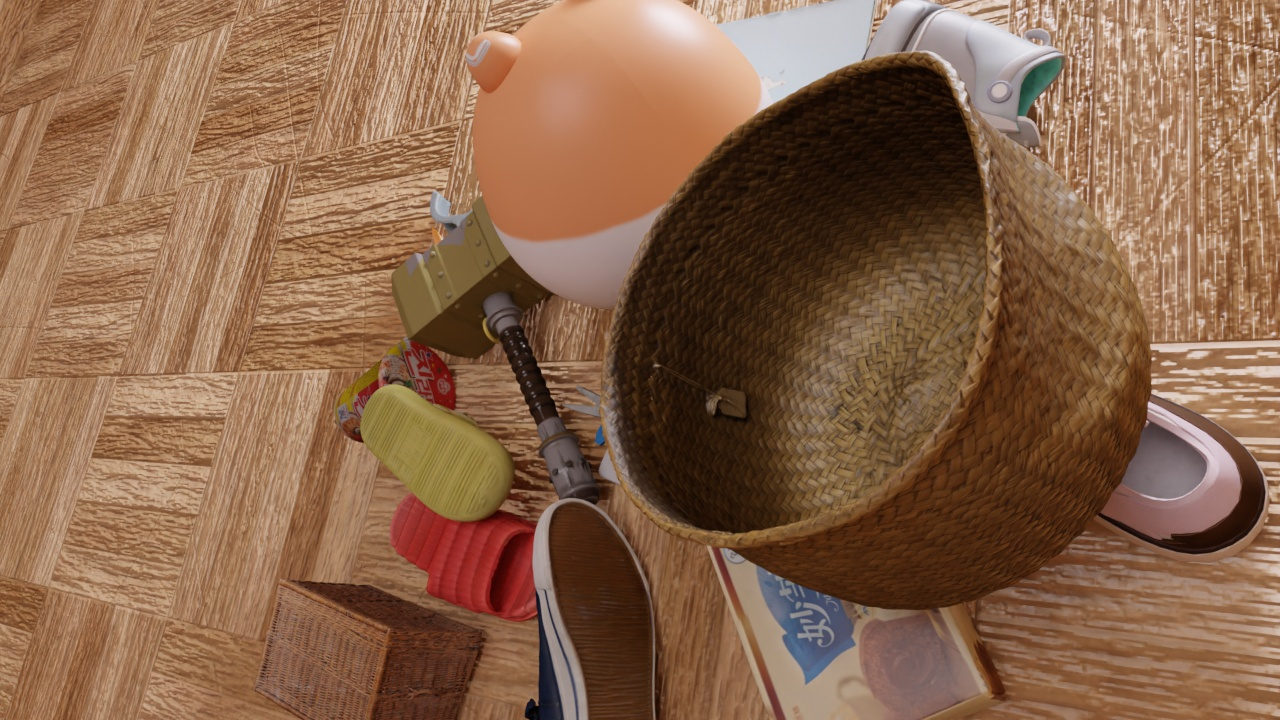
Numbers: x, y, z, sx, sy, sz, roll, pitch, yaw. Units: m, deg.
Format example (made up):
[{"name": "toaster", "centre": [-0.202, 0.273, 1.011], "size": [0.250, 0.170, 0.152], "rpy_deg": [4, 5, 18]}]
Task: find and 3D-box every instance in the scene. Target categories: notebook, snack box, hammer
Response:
[{"name": "notebook", "centre": [0.103, -0.267, 0.921], "size": [0.254, 0.009, 0.181], "rpy_deg": [3, 73, 35]}, {"name": "snack box", "centre": [0.147, 0.177, 0.681], "size": [0.153, 0.055, 0.207], "rpy_deg": [-33, 56, 19]}, {"name": "hammer", "centre": [-0.115, 0.004, 0.915], "size": [0.190, 0.100, 0.324], "rpy_deg": [-36, 61, 18]}]

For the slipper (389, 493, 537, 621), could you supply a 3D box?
[{"name": "slipper", "centre": [-0.177, 0.185, 0.903], "size": [0.249, 0.059, 0.103], "rpy_deg": [10, 77, 38]}]

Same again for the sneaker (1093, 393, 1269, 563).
[{"name": "sneaker", "centre": [0.269, 0.017, 0.622], "size": [0.112, 0.116, 0.293], "rpy_deg": [-47, 52, 10]}]

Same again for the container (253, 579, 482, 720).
[{"name": "container", "centre": [-0.267, 0.291, 0.888], "size": [0.199, 0.113, 0.112], "rpy_deg": [8, 81, 38]}]

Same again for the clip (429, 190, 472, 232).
[{"name": "clip", "centre": [-0.207, -0.184, 1.083], "size": [0.165, 0.031, 0.168], "rpy_deg": [-2, 59, 42]}]

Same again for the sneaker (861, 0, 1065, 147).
[{"name": "sneaker", "centre": [0.228, -0.164, 0.752], "size": [0.160, 0.093, 0.256], "rpy_deg": [29, 90, 30]}]

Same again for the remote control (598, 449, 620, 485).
[{"name": "remote control", "centre": [0.023, 0.106, 0.827], "size": [0.147, 0.008, 0.045], "rpy_deg": [18, 82, 38]}]

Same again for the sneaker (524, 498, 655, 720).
[{"name": "sneaker", "centre": [-0.063, 0.268, 0.777], "size": [0.128, 0.120, 0.294], "rpy_deg": [-35, 55, 46]}]

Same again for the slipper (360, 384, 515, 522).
[{"name": "slipper", "centre": [-0.194, 0.091, 0.906], "size": [0.191, 0.081, 0.091], "rpy_deg": [28, 94, 26]}]

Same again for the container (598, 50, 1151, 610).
[{"name": "container", "centre": [0.137, -0.001, 0.572], "size": [0.308, 0.196, 0.306], "rpy_deg": [-34, 42, 37]}]

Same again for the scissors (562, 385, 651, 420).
[{"name": "scissors", "centre": [0.008, 0.057, 0.822], "size": [0.119, 0.019, 0.151], "rpy_deg": [-31, 63, -6]}]

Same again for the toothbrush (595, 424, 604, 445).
[{"name": "toothbrush", "centre": [-0.005, 0.005, 0.884], "size": [0.016, 0.014, 0.166], "rpy_deg": [25, 88, 39]}]

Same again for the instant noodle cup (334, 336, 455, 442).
[{"name": "instant noodle cup", "centre": [-0.278, 0.046, 1.013], "size": [0.113, 0.100, 0.100], "rpy_deg": [-24, 59, 35]}]

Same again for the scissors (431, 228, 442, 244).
[{"name": "scissors", "centre": [-0.229, -0.122, 1.092], "size": [0.131, 0.011, 0.125], "rpy_deg": [-40, 52, 14]}]

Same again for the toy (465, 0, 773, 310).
[{"name": "toy", "centre": [-0.021, -0.189, 0.796], "size": [0.262, 0.281, 0.266], "rpy_deg": [-39, 37, -9]}]
